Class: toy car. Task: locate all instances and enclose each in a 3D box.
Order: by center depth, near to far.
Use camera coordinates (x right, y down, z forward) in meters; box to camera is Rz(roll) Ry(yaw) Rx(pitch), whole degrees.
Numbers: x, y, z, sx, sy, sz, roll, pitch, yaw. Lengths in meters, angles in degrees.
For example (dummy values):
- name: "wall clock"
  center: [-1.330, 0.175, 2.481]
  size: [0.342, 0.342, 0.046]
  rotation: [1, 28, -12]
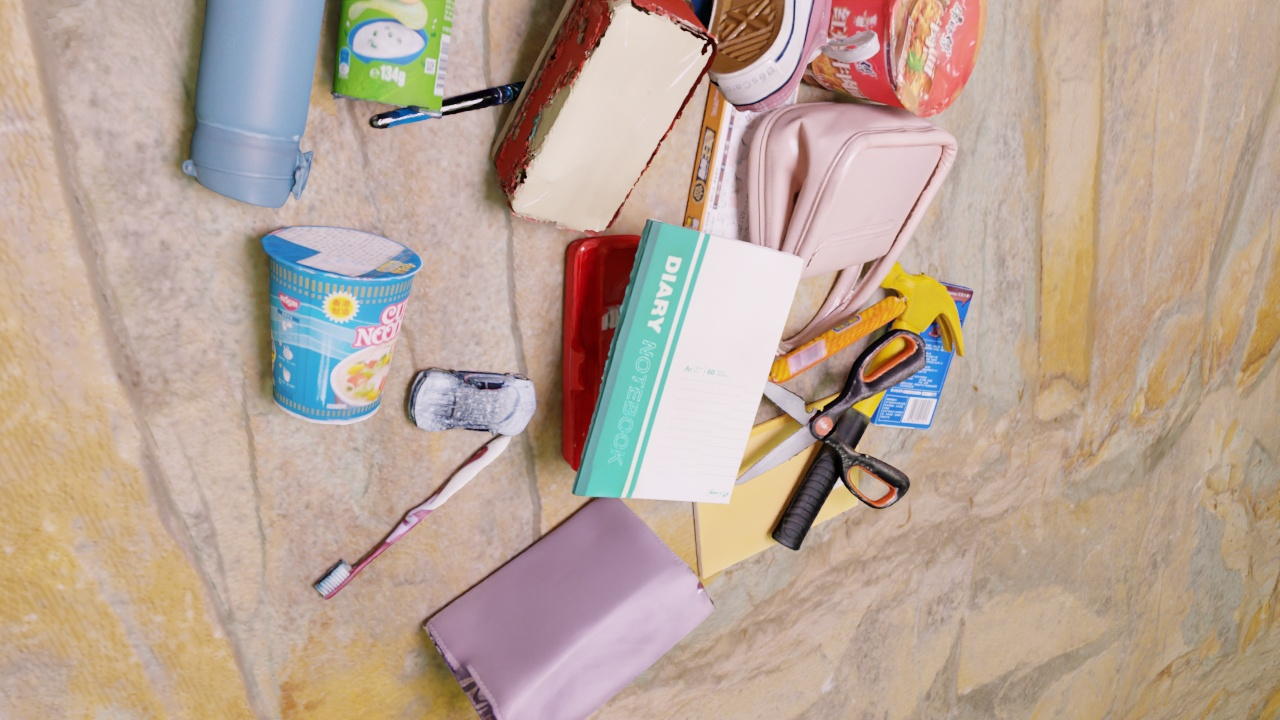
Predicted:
- name: "toy car"
  center: [-0.125, 0.033, 0.705]
  size: [0.105, 0.031, 0.049]
  rotation: [5, 107, -35]

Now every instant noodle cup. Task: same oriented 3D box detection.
- name: "instant noodle cup"
  center: [-0.200, -0.022, 0.603]
  size: [0.099, 0.099, 0.110]
  rotation: [-1, 117, -32]
- name: "instant noodle cup"
  center: [0.193, -0.269, 0.729]
  size: [0.137, 0.109, 0.138]
  rotation: [-19, 119, -39]

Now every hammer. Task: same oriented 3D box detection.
- name: "hammer"
  center: [0.216, 0.053, 0.906]
  size: [0.128, 0.033, 0.301]
  rotation: [26, 96, -22]

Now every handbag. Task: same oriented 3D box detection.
- name: "handbag"
  center: [-0.055, 0.218, 0.752]
  size: [0.196, 0.145, 0.098]
  rotation: [-35, 121, -15]
- name: "handbag"
  center: [0.164, -0.104, 0.797]
  size: [0.192, 0.093, 0.235]
  rotation: [-17, 130, -43]

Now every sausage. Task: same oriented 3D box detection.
- name: "sausage"
  center: [0.179, -0.020, 0.834]
  size: [0.165, 0.021, 0.021]
  rotation: [-28, 121, -17]

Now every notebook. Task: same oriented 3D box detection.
- name: "notebook"
  center: [0.038, 0.009, 0.693]
  size: [0.150, 0.012, 0.209]
  rotation: [8, 103, -35]
- name: "notebook"
  center: [0.140, 0.121, 0.922]
  size: [0.205, 0.010, 0.146]
  rotation: [-19, 117, -25]

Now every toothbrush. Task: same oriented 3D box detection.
- name: "toothbrush"
  center: [-0.097, -0.187, 0.645]
  size: [0.189, 0.016, 0.014]
  rotation: [-20, 113, -24]
- name: "toothbrush"
  center: [-0.175, 0.117, 0.717]
  size: [0.187, 0.016, 0.017]
  rotation: [-41, 115, -12]

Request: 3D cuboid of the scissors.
- name: "scissors"
  center: [0.191, 0.058, 0.869]
  size: [0.233, 0.022, 0.221]
  rotation: [40, 90, -24]

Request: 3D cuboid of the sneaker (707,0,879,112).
- name: "sneaker"
  center: [0.108, -0.263, 0.664]
  size: [0.088, 0.118, 0.240]
  rotation: [44, 51, -44]

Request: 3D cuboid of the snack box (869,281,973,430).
- name: "snack box"
  center: [0.288, -0.006, 0.955]
  size: [0.084, 0.026, 0.157]
  rotation: [6, 105, -32]

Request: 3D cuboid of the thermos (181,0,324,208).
- name: "thermos"
  center: [-0.217, -0.201, 0.534]
  size: [0.070, 0.070, 0.221]
  rotation: [4, 106, -34]

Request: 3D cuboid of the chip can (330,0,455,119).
- name: "chip can"
  center: [-0.138, -0.271, 0.551]
  size: [0.072, 0.072, 0.236]
  rotation: [1, 109, -33]

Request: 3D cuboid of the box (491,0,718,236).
- name: "box"
  center: [-0.028, -0.166, 0.616]
  size: [0.091, 0.077, 0.169]
  rotation: [10, 131, -33]

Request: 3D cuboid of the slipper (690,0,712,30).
- name: "slipper"
  center: [-0.010, -0.313, 0.604]
  size: [0.105, 0.095, 0.253]
  rotation: [-37, 122, -12]

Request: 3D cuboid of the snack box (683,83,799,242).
- name: "snack box"
  center: [0.083, -0.161, 0.763]
  size: [0.075, 0.026, 0.154]
  rotation: [-1, 109, -33]

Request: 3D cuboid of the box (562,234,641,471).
- name: "box"
  center: [-0.002, 0.005, 0.730]
  size: [0.095, 0.100, 0.202]
  rotation: [-9, 113, -31]
